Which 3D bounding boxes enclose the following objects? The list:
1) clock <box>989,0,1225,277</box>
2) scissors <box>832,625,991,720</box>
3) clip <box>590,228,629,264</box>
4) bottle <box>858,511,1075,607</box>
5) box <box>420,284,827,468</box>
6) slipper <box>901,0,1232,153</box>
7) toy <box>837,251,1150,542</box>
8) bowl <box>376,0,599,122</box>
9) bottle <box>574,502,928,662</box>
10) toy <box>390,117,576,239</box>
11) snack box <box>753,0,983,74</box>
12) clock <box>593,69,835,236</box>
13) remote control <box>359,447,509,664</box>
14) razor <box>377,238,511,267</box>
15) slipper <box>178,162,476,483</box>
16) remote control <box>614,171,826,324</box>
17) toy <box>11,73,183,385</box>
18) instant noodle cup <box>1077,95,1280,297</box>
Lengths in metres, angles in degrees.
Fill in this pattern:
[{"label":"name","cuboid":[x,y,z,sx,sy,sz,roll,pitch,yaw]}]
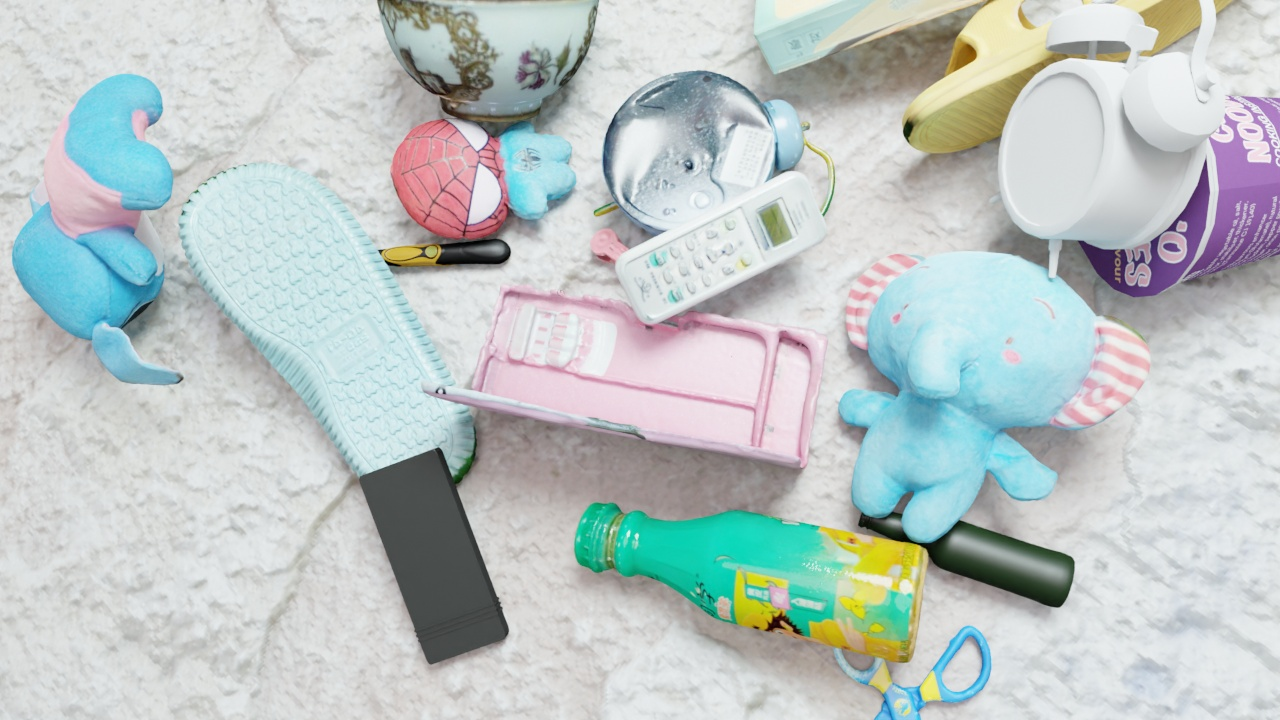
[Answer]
[{"label":"clock","cuboid":[0.256,-0.130,0.497,0.061,0.160,0.119,0,43,-14]},{"label":"scissors","cuboid":[0.152,0.202,0.552,0.123,0.016,0.125,36,86,21]},{"label":"clip","cuboid":[-0.008,-0.069,0.648,0.023,0.045,0.060,-48,41,-6]},{"label":"bottle","cuboid":[0.194,0.114,0.555,0.123,0.033,0.033,17,80,15]},{"label":"box","cuboid":[-0.004,0.004,0.577,0.233,0.115,0.106,11,78,13]},{"label":"slipper","cuboid":[0.274,-0.219,0.588,0.263,0.099,0.078,-28,71,-1]},{"label":"toy","cuboid":[0.182,0.014,0.541,0.183,0.115,0.180,27,83,35]},{"label":"bowl","cuboid":[-0.107,-0.225,0.652,0.160,0.159,0.094,12,120,13]},{"label":"bottle","cuboid":[0.063,0.126,0.558,0.210,0.068,0.068,8,78,20]},{"label":"toy","cuboid":[-0.113,-0.134,0.662,0.133,0.062,0.092,-9,80,-3]},{"label":"snack box","cuboid":[0.170,-0.276,0.595,0.194,0.044,0.141,-13,51,27]},{"label":"clock","cuboid":[0.051,-0.131,0.627,0.162,0.060,0.118,15,80,13]},{"label":"remote control","cuboid":[-0.136,0.129,0.606,0.058,0.013,0.133,-20,90,5]},{"label":"razor","cuboid":[-0.165,-0.077,0.678,0.144,0.021,0.044,-2,76,8]},{"label":"slipper","cuboid":[-0.213,-0.021,0.651,0.116,0.069,0.276,-36,88,1]},{"label":"remote control","cuboid":[0.051,-0.071,0.583,0.133,0.022,0.050,-26,106,1]},{"label":"toy","cuboid":[-0.383,-0.093,0.659,0.224,0.098,0.192,54,125,29]},{"label":"instant noodle cup","cuboid":[0.345,-0.106,0.546,0.122,0.137,0.122,-7,101,-6]}]
